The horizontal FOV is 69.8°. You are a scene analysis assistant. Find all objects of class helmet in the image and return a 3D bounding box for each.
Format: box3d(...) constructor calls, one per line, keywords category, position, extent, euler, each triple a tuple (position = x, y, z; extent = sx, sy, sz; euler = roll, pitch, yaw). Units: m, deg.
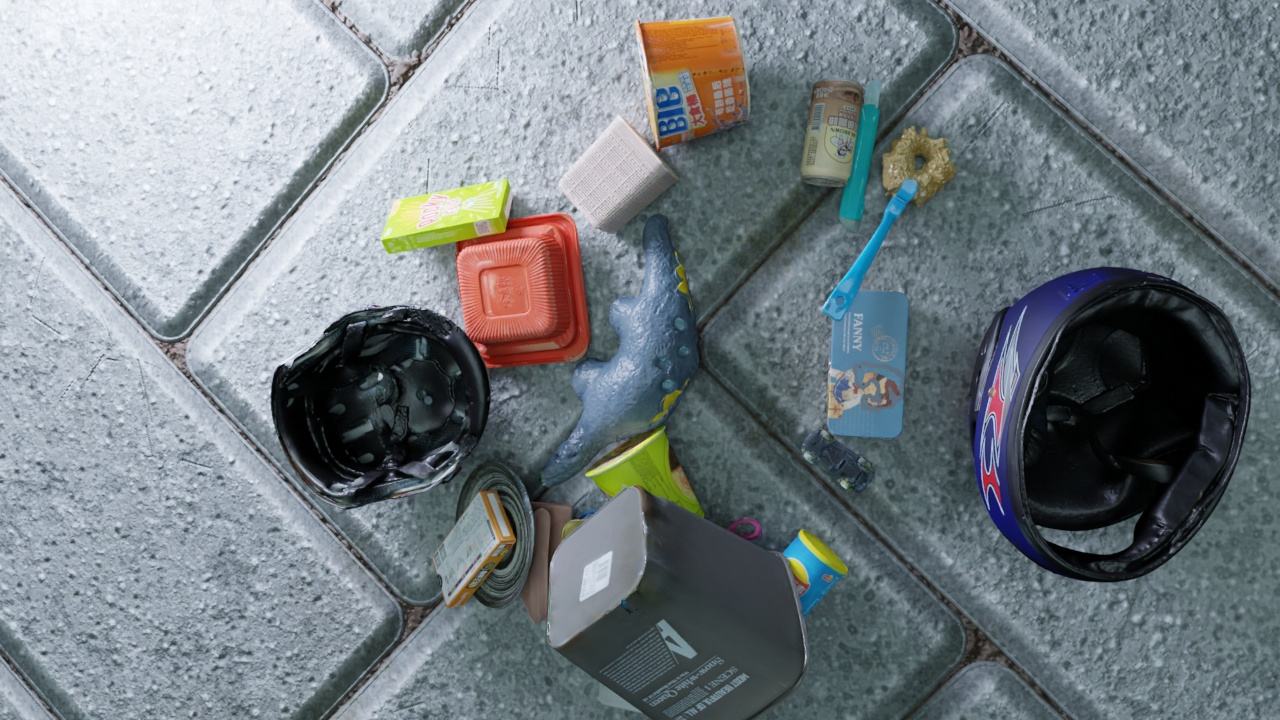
box3d(category="helmet", position=(-0.295, 0.051, 1.119), extent=(0.274, 0.156, 0.230), euler=(-29, 90, 7))
box3d(category="helmet", position=(0.453, 0.065, 0.935), extent=(0.247, 0.240, 0.315), euler=(22, 84, 8))

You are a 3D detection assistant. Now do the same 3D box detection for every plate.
box3d(category="plate", position=(-0.174, 0.212, 1.127), extent=(0.180, 0.024, 0.179), euler=(-4, 85, 50))

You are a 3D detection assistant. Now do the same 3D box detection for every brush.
box3d(category="brush", position=(-0.119, 0.249, 1.132), extent=(0.063, 0.073, 0.145), euler=(4, 91, 8))
box3d(category="brush", position=(0.278, -0.156, 1.041), extent=(0.083, 0.046, 0.254), euler=(32, 80, 1))

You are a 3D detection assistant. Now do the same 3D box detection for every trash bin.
box3d(category="trash bin", position=(0.032, 0.269, 0.989), extent=(0.219, 0.198, 0.199), euler=(36, 115, -25))

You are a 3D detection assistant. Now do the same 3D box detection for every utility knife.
box3d(category="utility knife", position=(0.262, -0.242, 1.083), extent=(0.029, 0.013, 0.182), euler=(11, 94, 7))

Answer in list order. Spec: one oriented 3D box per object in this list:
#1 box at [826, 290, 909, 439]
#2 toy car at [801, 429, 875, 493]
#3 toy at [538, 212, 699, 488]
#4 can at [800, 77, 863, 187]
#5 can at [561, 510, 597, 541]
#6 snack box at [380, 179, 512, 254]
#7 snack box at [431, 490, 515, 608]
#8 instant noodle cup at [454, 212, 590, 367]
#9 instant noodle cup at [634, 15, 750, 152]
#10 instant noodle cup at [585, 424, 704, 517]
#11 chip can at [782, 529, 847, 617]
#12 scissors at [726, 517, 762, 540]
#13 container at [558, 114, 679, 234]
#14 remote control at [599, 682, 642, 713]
box3d(category="box", position=(0.263, -0.001, 1.065), extent=(0.090, 0.061, 0.184), euler=(1, 93, 10))
box3d(category="toy car", position=(0.234, 0.118, 1.085), extent=(0.090, 0.034, 0.043), euler=(35, 99, 10))
box3d(category="toy", position=(-0.007, 0.006, 1.096), extent=(0.138, 0.091, 0.356), euler=(26, 91, 9))
box3d(category="can", position=(0.222, -0.264, 1.067), extent=(0.058, 0.058, 0.116), euler=(8, 93, 10))
box3d(category="can", position=(-0.060, 0.238, 1.116), extent=(0.057, 0.083, 0.102), euler=(5, 92, 10))
box3d(category="snack box", position=(-0.240, -0.180, 1.144), extent=(0.156, 0.085, 0.026), euler=(-9, 133, 11))
box3d(category="snack box", position=(-0.208, 0.232, 1.125), extent=(0.154, 0.026, 0.075), euler=(-52, 51, 34))
box3d(category="instant noodle cup", position=(-0.154, -0.083, 1.130), extent=(0.165, 0.079, 0.189), euler=(-7, 94, 14))
box3d(category="instant noodle cup", position=(0.061, -0.324, 1.057), extent=(0.111, 0.151, 0.151), euler=(-11, 89, 2))
box3d(category="instant noodle cup", position=(0.013, 0.157, 1.096), extent=(0.112, 0.111, 0.123), euler=(-31, 94, 9))
box3d(category="chip can", position=(0.149, 0.301, 1.086), extent=(0.071, 0.071, 0.210), euler=(41, 98, 7))
box3d(category="scissors", position=(0.087, 0.235, 1.127), extent=(0.137, 0.017, 0.073), euler=(-13, 98, 15))
box3d(category="container", position=(-0.028, -0.217, 1.100), extent=(0.111, 0.089, 0.090), euler=(-42, 84, 11))
box3d(category="remote control", position=(0.024, 0.410, 1.136), extent=(0.150, 0.021, 0.058), euler=(9, 93, 10))
